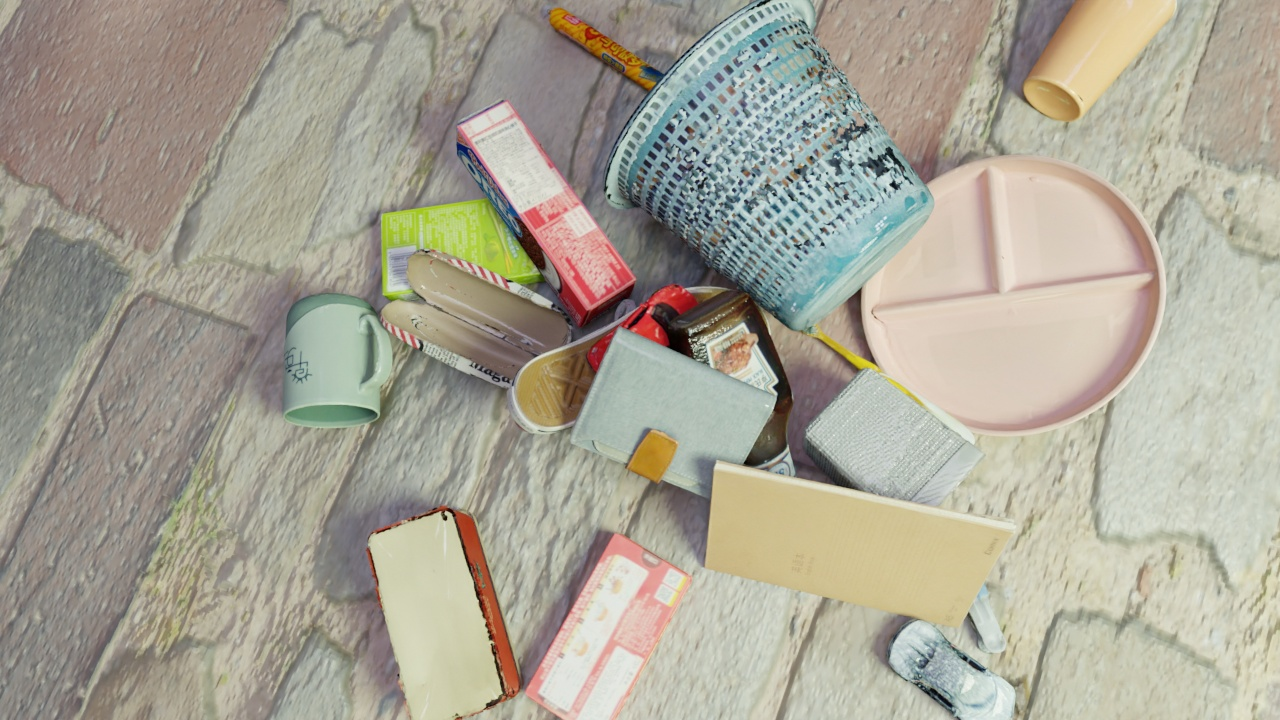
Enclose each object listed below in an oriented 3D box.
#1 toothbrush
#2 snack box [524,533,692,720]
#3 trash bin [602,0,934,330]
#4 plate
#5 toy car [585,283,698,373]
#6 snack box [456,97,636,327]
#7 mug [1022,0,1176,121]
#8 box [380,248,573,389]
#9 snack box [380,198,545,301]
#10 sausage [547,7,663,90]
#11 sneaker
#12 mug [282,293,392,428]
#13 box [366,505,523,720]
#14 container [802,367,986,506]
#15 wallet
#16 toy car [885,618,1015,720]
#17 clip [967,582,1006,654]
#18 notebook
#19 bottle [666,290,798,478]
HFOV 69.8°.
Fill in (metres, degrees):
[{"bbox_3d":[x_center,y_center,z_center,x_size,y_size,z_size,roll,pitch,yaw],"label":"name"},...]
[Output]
[{"bbox_3d":[0.199,0.013,0.773,0.191,0.018,0.016,39,107,26],"label":"toothbrush"},{"bbox_3d":[-0.025,0.228,0.764,0.075,0.025,0.152,28,81,14],"label":"snack box"},{"bbox_3d":[0.115,-0.140,0.739,0.226,0.226,0.195,-40,80,-3],"label":"trash bin"},{"bbox_3d":[0.297,-0.052,0.751,0.230,0.028,0.229,-3,84,28],"label":"plate"},{"bbox_3d":[0.007,-0.020,0.732,0.106,0.031,0.049,-41,94,-21],"label":"toy car"},{"bbox_3d":[-0.086,-0.132,0.820,0.058,0.057,0.207,-33,83,-17],"label":"snack box"},{"bbox_3d":[0.398,-0.276,0.807,0.078,0.078,0.123,37,89,15],"label":"mug"},{"bbox_3d":[-0.146,-0.029,0.809,0.162,0.076,0.086,25,49,-2],"label":"box"},{"bbox_3d":[-0.166,-0.107,0.866,0.156,0.026,0.085,-8,75,6],"label":"snack box"},{"bbox_3d":[-0.029,-0.301,0.897,0.165,0.021,0.021,37,84,14],"label":"sausage"},{"bbox_3d":[-0.005,0.005,0.788,0.240,0.088,0.118,-21,86,-20],"label":"sneaker"},{"bbox_3d":[-0.265,-0.003,0.818,0.112,0.082,0.106,-15,69,30],"label":"mug"},{"bbox_3d":[-0.167,0.212,0.761,0.091,0.078,0.168,-20,74,2],"label":"box"},{"bbox_3d":[0.197,0.075,0.739,0.090,0.090,0.114,-45,72,-5],"label":"container"},{"bbox_3d":[0.021,0.046,0.693,0.129,0.037,0.107,24,114,-2],"label":"wallet"},{"bbox_3d":[0.244,0.249,0.719,0.105,0.031,0.049,36,85,13],"label":"toy car"},{"bbox_3d":[0.273,0.206,0.734,0.025,0.036,0.057,-19,70,1],"label":"clip"},{"bbox_3d":[0.157,0.144,0.705,0.211,0.150,0.012,11,49,10],"label":"notebook"},{"bbox_3d":[0.088,0.044,0.738,0.079,0.044,0.195,-30,108,-18],"label":"bottle"}]
